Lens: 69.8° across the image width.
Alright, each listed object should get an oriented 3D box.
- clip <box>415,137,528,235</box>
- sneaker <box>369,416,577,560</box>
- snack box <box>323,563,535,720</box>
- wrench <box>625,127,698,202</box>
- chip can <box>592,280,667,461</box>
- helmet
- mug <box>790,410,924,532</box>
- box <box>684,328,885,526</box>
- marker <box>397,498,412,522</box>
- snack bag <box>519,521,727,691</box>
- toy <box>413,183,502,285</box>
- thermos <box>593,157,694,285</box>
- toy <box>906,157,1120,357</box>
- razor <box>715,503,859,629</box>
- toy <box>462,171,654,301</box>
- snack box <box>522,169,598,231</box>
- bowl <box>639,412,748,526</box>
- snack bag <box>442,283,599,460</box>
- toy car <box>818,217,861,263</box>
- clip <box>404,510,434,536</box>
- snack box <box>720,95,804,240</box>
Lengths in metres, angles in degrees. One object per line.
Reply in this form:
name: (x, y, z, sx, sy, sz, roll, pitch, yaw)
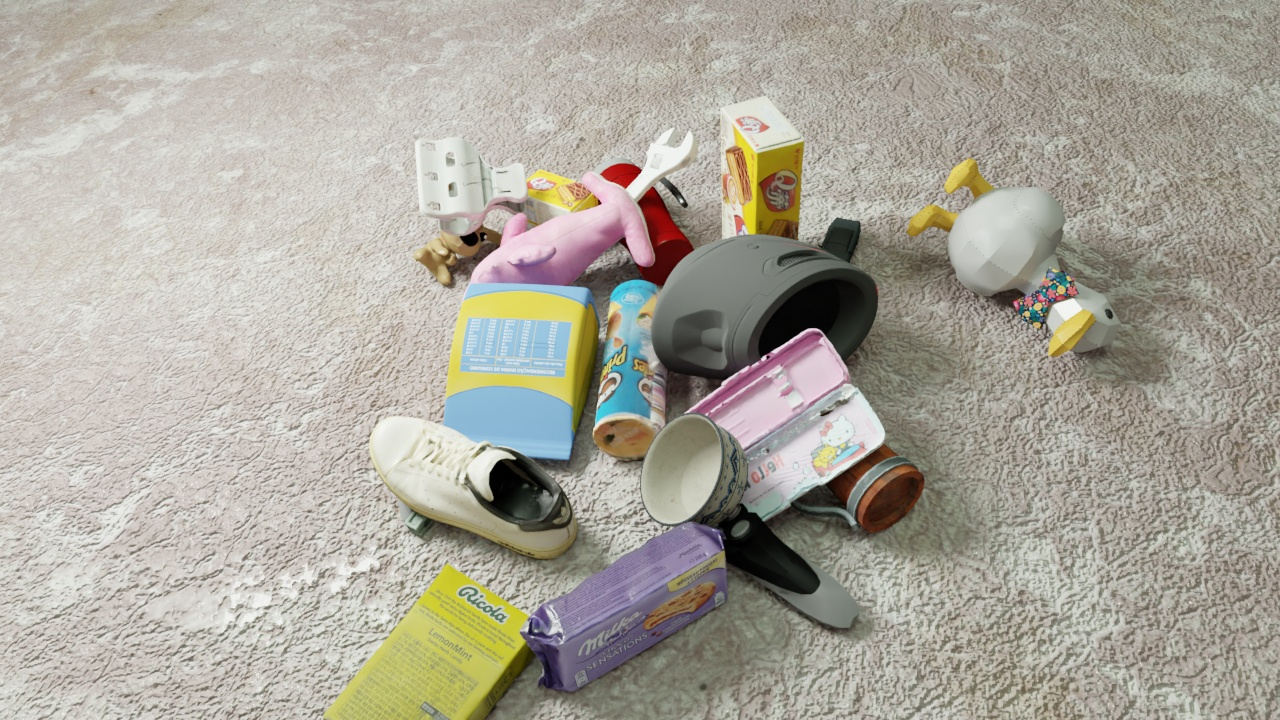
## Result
clip: (-0.224, -0.225, 1.212, 0.151, 0.092, 0.125, 5, 64, -30)
sneaker: (-0.174, 0.118, 0.931, 0.241, 0.102, 0.088, 25, 61, 9)
snack box: (-0.186, 0.290, 0.839, 0.121, 0.045, 0.180, 24, 56, 24)
wrench: (-0.028, -0.199, 1.210, 0.273, 0.018, 0.066, -46, 51, 7)
chip can: (-0.006, 0.006, 1.070, 0.080, 0.080, 0.229, -1, 46, 6)
helmet: (0.125, -0.063, 1.059, 0.264, 0.164, 0.170, -18, 34, -26)
mug: (0.208, 0.120, 0.940, 0.117, 0.081, 0.111, -38, 47, -4)
box: (0.138, 0.076, 0.950, 0.202, 0.044, 0.154, -36, 64, 16)
marker: (-0.269, 0.127, 1.027, 0.022, 0.016, 0.138, -36, 46, 15)
snack bag: (-0.012, 0.224, 0.845, 0.205, 0.096, 0.058, -25, 49, -18)
toy: (-0.257, -0.165, 1.258, 0.108, 0.134, 0.106, -45, 29, 0)
thermos: (0.007, -0.201, 1.252, 0.108, 0.084, 0.198, -42, 49, 15)
toy: (0.463, -0.124, 1.106, 0.267, 0.141, 0.245, 42, 41, 9)
razor: (0.139, 0.202, 0.881, 0.156, 0.060, 0.057, 38, 71, 12)
toy: (-0.117, -0.130, 1.150, 0.265, 0.128, 0.186, -32, 75, 2)
snack box: (-0.114, -0.205, 1.279, 0.106, 0.084, 0.061, 24, 52, 28)
bowl: (0.060, 0.115, 0.915, 0.116, 0.059, 0.115, -29, 49, 39)
snack bag: (-0.139, 0.018, 1.066, 0.159, 0.102, 0.204, 3, 60, 9)
toy car: (0.262, -0.151, 1.217, 0.046, 0.034, 0.111, 13, 49, 19)
clip: (-0.222, 0.154, 0.987, 0.023, 0.035, 0.074, 21, 58, 22)
snack box: (0.148, -0.195, 1.136, 0.061, 0.231, 0.110, -17, 47, -10)
